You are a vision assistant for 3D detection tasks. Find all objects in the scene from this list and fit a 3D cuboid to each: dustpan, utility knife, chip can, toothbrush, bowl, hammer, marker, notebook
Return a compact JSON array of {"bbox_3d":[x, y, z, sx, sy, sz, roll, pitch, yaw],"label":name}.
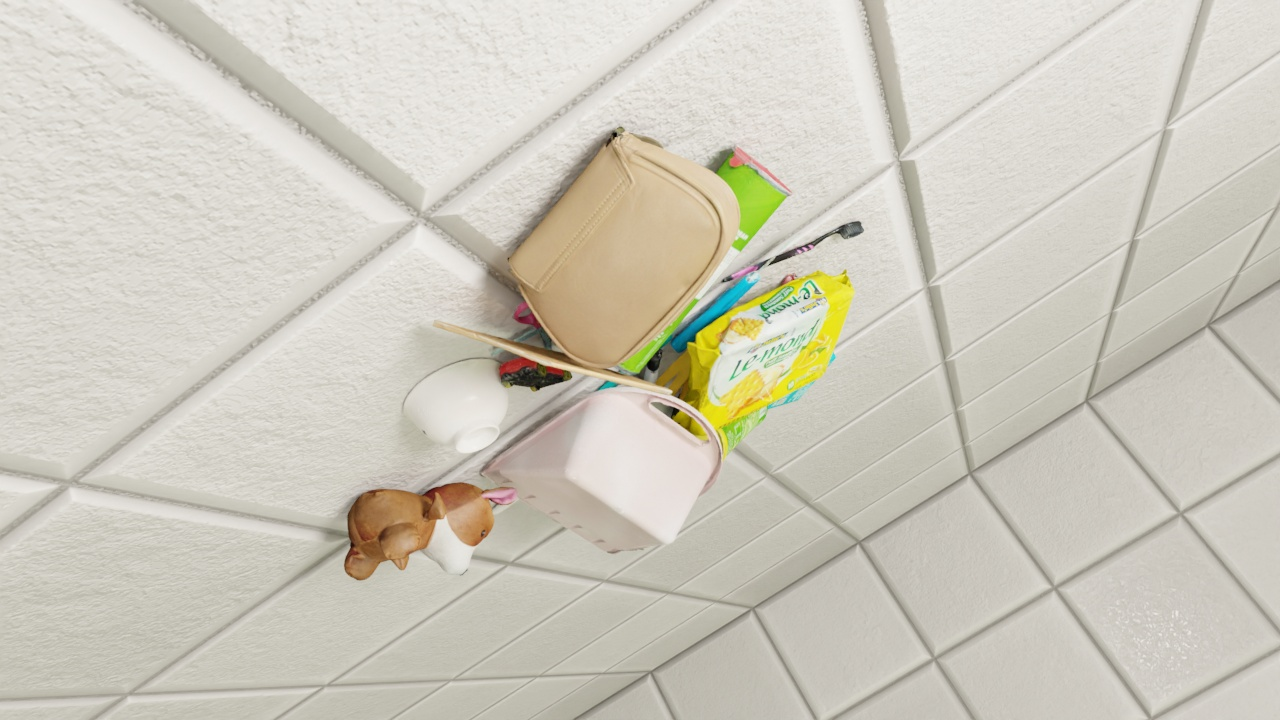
[{"bbox_3d":[-0.031,0.133,1.143,0.222,0.138,0.274,38,154,-23],"label":"dustpan"},{"bbox_3d":[0.111,-0.078,1.081,0.219,0.018,0.034,-43,170,29],"label":"utility knife"},{"bbox_3d":[0.043,-0.094,0.892,0.236,0.072,0.072,-50,149,17],"label":"chip can"},{"bbox_3d":[-0.147,0.176,1.255,0.181,0.016,0.016,-34,149,31],"label":"toothbrush"},{"bbox_3d":[0.183,-0.126,1.087,0.189,0.017,0.014,-23,153,-11],"label":"toothbrush"},{"bbox_3d":[-0.185,0.059,0.979,0.118,0.064,0.118,-25,154,-13],"label":"bowl"},{"bbox_3d":[0.064,0.053,1.249,0.128,0.033,0.301,-34,160,-23],"label":"hammer"},{"bbox_3d":[0.015,0.017,1.148,0.022,0.018,0.131,-45,167,-17],"label":"marker"},{"bbox_3d":[0.114,0.085,1.243,0.073,0.072,0.220,-43,173,25],"label":"chip can"},{"bbox_3d":[-0.007,0.007,1.129,0.176,0.013,0.029,-41,163,20],"label":"utility knife"},{"bbox_3d":[-0.079,-0.001,0.886,0.207,0.148,0.008,16,92,-58],"label":"notebook"}]

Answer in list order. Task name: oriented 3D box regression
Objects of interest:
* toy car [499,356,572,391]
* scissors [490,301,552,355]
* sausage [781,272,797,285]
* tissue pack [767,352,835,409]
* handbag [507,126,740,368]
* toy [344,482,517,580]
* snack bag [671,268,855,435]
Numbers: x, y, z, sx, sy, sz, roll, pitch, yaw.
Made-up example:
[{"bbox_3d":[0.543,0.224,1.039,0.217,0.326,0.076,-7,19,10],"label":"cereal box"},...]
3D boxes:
[{"bbox_3d":[-0.113,0.013,1.004,0.049,0.031,0.106,-17,166,19],"label":"toy car"},{"bbox_3d":[-0.097,-0.037,0.957,0.134,0.017,0.133,-26,158,-9],"label":"scissors"},{"bbox_3d":[0.173,-0.062,1.189,0.020,0.020,0.156,-16,150,-27],"label":"sausage"},{"bbox_3d":[0.217,0.019,1.344,0.093,0.050,0.134,-13,150,-36],"label":"tissue pack"},{"bbox_3d":[-0.013,-0.097,0.809,0.205,0.148,0.099,-44,-174,27],"label":"handbag"},{"bbox_3d":[-0.252,0.204,1.115,0.140,0.130,0.199,-28,170,35],"label":"toy"},{"bbox_3d":[0.145,-0.011,1.114,0.245,0.068,0.158,-25,145,-27],"label":"snack bag"}]
